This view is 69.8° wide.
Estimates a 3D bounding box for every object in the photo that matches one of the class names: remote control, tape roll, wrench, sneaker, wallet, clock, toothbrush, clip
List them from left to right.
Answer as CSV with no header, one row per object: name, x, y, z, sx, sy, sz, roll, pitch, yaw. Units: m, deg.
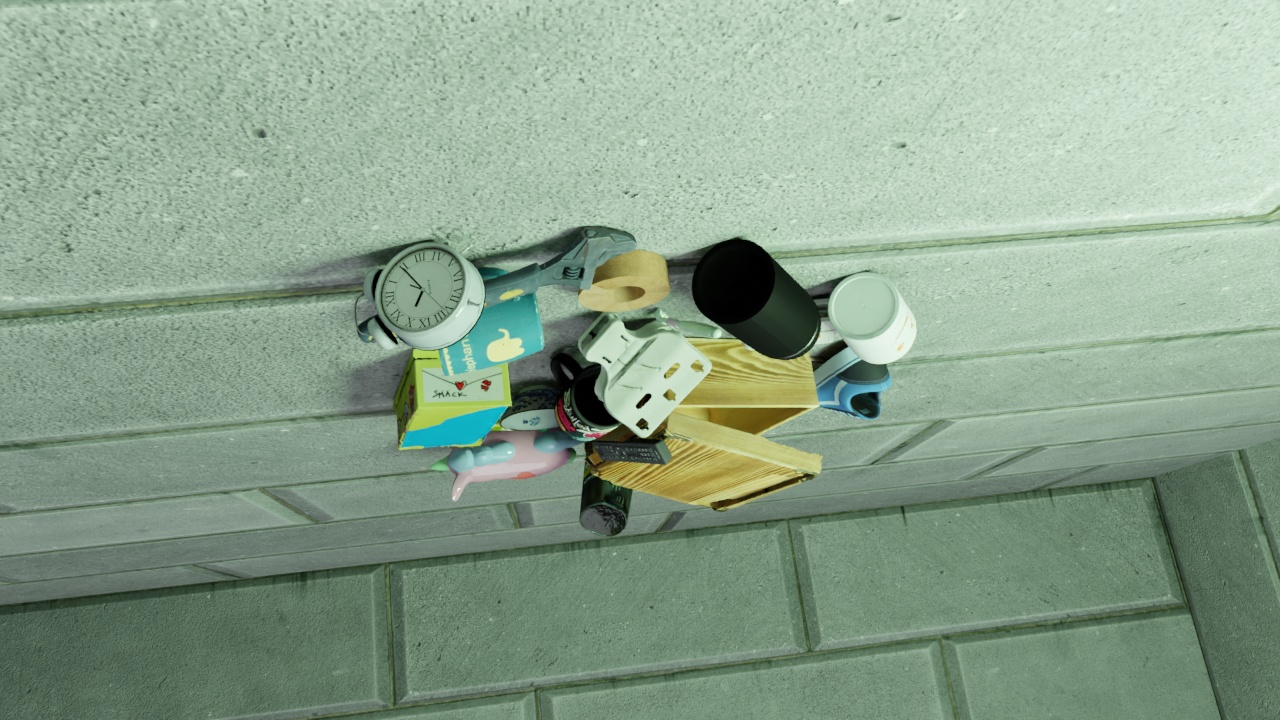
clock,-0.200,-0.056,0.819,0.123,0.094,0.035,-15,158,7
wrench,-0.133,-0.066,0.855,0.273,0.022,0.073,-18,149,1
tape roll,-0.018,-0.079,0.928,0.094,0.027,0.094,-6,163,-2
remote control,-0.013,0.113,1.164,0.015,0.032,0.137,-40,-159,-32
clip,-0.010,0.001,1.078,0.152,0.126,0.101,41,-177,-17
toothbrush,0.050,-0.038,0.986,0.015,0.022,0.155,-34,-161,-13
wallet,0.182,-0.038,1.125,0.118,0.037,0.115,-6,163,9
sneaker,0.290,0.056,1.335,0.083,0.098,0.242,-21,167,-18

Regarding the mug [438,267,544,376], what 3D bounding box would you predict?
mug,-0.153,-0.044,0.920,0.104,0.084,0.112,-9,134,-8

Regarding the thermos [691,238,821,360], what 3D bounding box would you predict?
thermos,0.133,-0.054,0.969,0.086,0.086,0.198,-15,161,23

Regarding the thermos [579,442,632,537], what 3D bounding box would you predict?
thermos,-0.046,0.169,1.423,0.098,0.220,0.098,2,125,3

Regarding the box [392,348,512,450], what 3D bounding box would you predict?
box,-0.248,0.054,1.185,0.124,0.079,0.221,-1,164,-20

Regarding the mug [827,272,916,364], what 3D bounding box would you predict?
mug,0.266,-0.047,1.053,0.082,0.082,0.105,-15,160,22

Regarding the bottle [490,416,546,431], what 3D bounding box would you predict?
bottle,-0.190,0.083,1.352,0.111,0.043,0.043,2,160,-26

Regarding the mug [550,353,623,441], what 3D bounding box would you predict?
mug,-0.071,0.041,1.163,0.081,0.118,0.098,-40,180,-21

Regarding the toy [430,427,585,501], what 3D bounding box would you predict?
toy,-0.202,0.143,1.438,0.223,0.120,0.170,-16,170,28

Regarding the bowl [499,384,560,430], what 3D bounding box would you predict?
bowl,-0.143,0.063,1.297,0.114,0.045,0.114,-7,162,-2

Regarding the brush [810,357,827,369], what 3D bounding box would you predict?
brush,0.213,0.023,1.364,0.049,0.015,0.136,7,158,-40

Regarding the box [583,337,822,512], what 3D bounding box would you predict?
box,0.069,0.098,1.269,0.251,0.192,0.280,3,161,-25
